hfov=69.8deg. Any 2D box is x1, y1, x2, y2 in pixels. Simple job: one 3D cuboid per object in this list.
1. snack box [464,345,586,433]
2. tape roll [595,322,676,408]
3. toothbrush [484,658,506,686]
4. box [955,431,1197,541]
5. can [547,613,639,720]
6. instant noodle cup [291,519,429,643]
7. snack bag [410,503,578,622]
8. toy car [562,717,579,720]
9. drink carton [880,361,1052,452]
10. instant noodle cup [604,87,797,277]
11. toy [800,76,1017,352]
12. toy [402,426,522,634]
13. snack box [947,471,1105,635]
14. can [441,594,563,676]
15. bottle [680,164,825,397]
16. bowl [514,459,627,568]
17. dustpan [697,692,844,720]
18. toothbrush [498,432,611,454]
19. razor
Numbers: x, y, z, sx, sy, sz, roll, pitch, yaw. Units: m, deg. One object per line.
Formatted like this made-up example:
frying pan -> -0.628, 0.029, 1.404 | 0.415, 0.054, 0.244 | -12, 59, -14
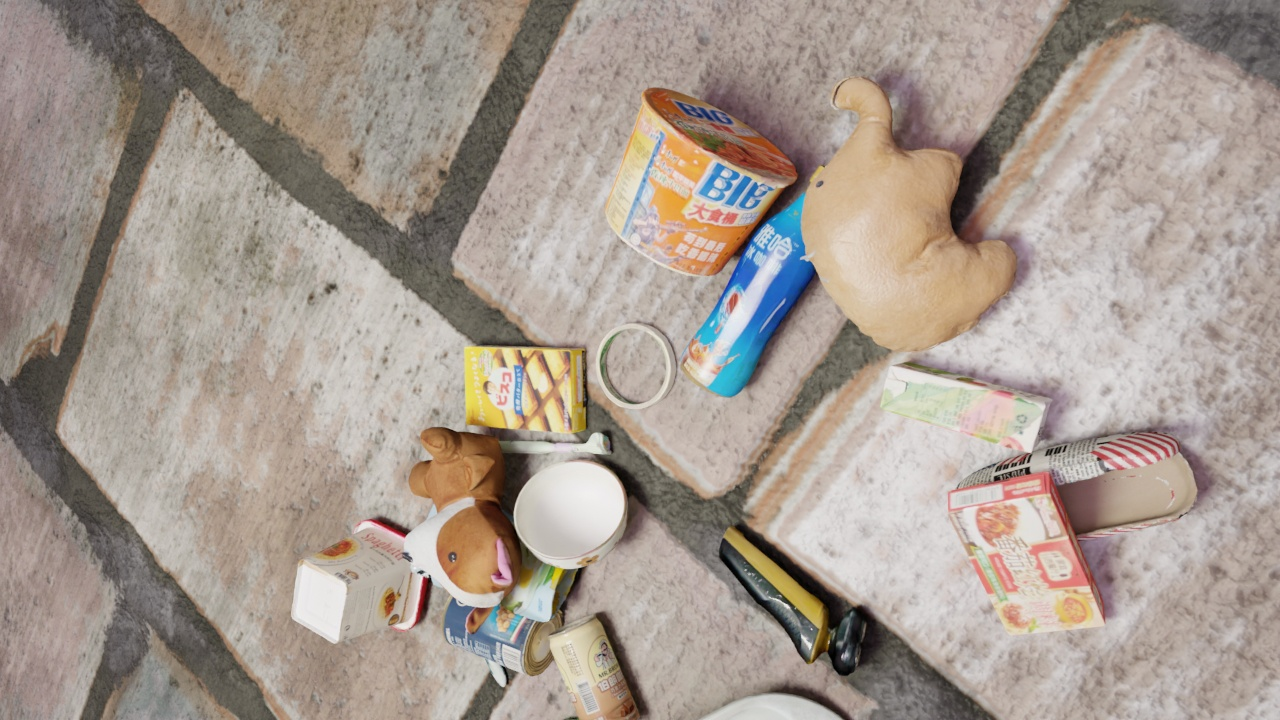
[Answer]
snack box -> -0.124, 0.029, 0.973 | 0.141, 0.033, 0.087 | 3, 95, 31
tape roll -> -0.005, 0.005, 0.915 | 0.086, 0.013, 0.086 | 3, 96, 29
toothbrush -> -0.200, 0.285, 1.047 | 0.016, 0.018, 0.191 | -36, 77, 28
box -> 0.324, 0.092, 0.698 | 0.163, 0.087, 0.076 | -20, 53, 33
can -> -0.049, 0.326, 0.943 | 0.059, 0.058, 0.116 | -29, 80, 28
instant noodle cup -> -0.322, 0.258, 1.052 | 0.116, 0.124, 0.117 | 19, 104, 27
snack bag -> -0.158, 0.204, 0.987 | 0.191, 0.039, 0.110 | 12, 73, 25
toy car -> -0.083, 0.405, 0.978 | 0.091, 0.043, 0.036 | -42, 74, 25
drink carton -> 0.263, 0.037, 0.746 | 0.123, 0.053, 0.045 | 16, 102, 28
instant noodle cup -> 0.045, -0.151, 0.804 | 0.151, 0.151, 0.112 | 42, 121, 20
toy -> 0.195, -0.114, 0.735 | 0.143, 0.082, 0.226 | -31, 93, 7
toy -> -0.180, 0.164, 0.925 | 0.199, 0.130, 0.140 | 65, 150, 27
snack box -> 0.298, 0.152, 0.706 | 0.075, 0.025, 0.153 | -16, 121, 30
can -> -0.147, 0.286, 0.985 | 0.111, 0.075, 0.075 | 11, 100, 27
bottle -> 0.114, -0.070, 0.813 | 0.065, 0.065, 0.219 | 39, 111, 21
bowl -> -0.065, 0.163, 0.924 | 0.113, 0.113, 0.062 | 20, 146, 26
dustpan -> 0.086, 0.421, 0.803 | 0.222, 0.257, 0.143 | 60, 141, 11
toothbrush -> -0.115, 0.091, 0.982 | 0.190, 0.020, 0.029 | -4, 125, 31
razor -> 0.137, 0.215, 0.839 | 0.067, 0.062, 0.167 | -45, 64, -7
